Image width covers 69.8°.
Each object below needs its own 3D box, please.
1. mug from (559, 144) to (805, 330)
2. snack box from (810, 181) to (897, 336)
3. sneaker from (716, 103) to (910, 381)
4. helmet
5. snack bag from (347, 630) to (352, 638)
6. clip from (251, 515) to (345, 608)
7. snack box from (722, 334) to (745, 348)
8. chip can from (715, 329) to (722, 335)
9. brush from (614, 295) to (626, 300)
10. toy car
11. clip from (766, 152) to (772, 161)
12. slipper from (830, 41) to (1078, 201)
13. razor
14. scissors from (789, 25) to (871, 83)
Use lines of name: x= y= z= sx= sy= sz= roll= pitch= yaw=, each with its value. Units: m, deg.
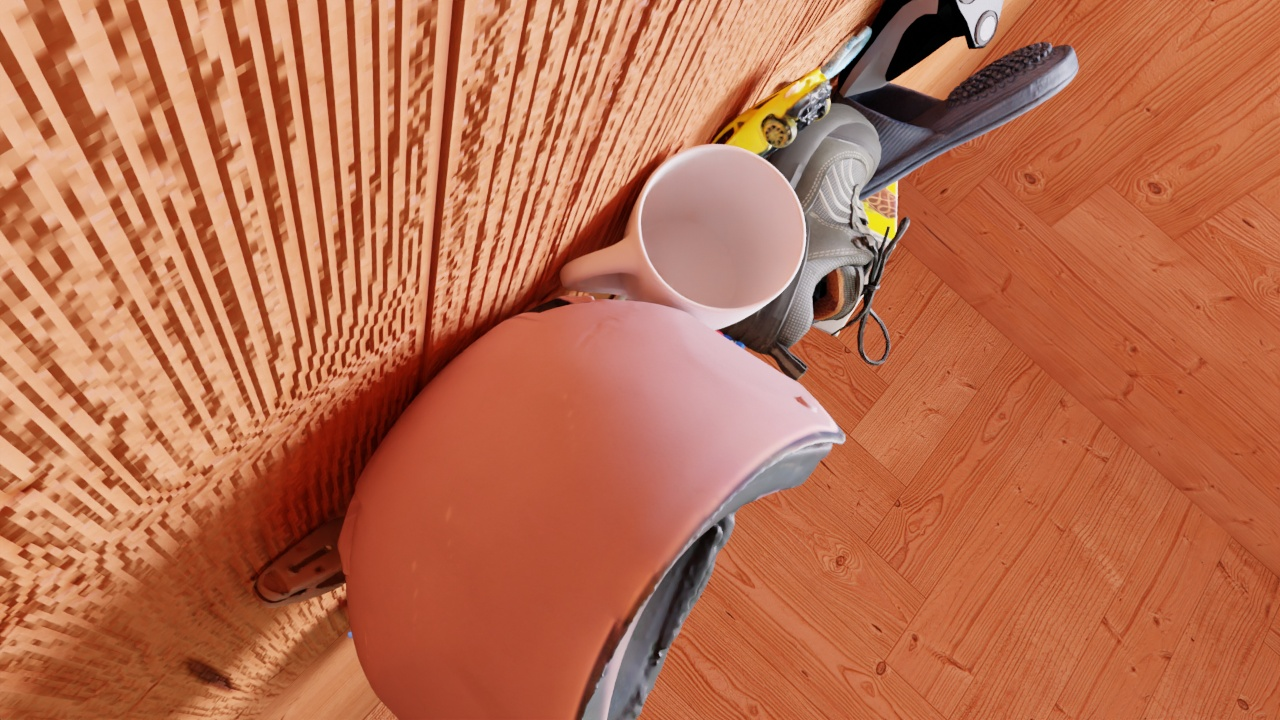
mug: x=0.014 y=-0.050 z=0.458 sx=0.114 sy=0.081 sz=0.088 roll=-14 pitch=174 yaw=-12
snack box: x=0.188 y=-0.131 z=0.867 sx=0.229 sy=0.061 sz=0.110 roll=-68 pitch=-177 yaw=-53
sneaker: x=0.127 y=-0.075 z=0.593 sx=0.237 sy=0.143 sz=0.101 roll=-44 pitch=169 yaw=-36
helmet: x=-0.040 y=0.072 z=0.419 sx=0.230 sy=0.152 sz=0.255 roll=-53 pitch=175 yaw=-7
snack bag: x=-0.111 y=0.184 z=0.707 sx=0.205 sy=0.102 sz=0.159 roll=-9 pitch=169 yaw=-12
clip: x=-0.149 y=0.093 z=0.425 sx=0.040 sy=0.024 sz=0.060 roll=-48 pitch=171 yaw=14
snack box: x=0.056 y=-0.003 z=0.865 sx=0.203 sy=0.069 sz=0.155 roll=-63 pitch=173 yaw=7
chip can: x=-0.004 y=0.004 z=0.683 sx=0.233 sy=0.073 sz=0.073 roll=-48 pitch=175 yaw=1
brush: x=-0.021 y=-0.032 z=0.616 sx=0.218 sy=0.012 sz=0.033 roll=-47 pitch=176 yaw=25
toy car: x=0.059 y=-0.116 z=0.491 sx=0.107 sy=0.030 sz=0.048 roll=-37 pitch=-174 yaw=46
clip: x=0.111 y=-0.137 z=0.706 sx=0.023 sy=0.049 sz=0.078 roll=-45 pitch=-179 yaw=-42
slipper: x=0.194 y=-0.191 z=0.715 sx=0.264 sy=0.082 sz=0.101 roll=-24 pitch=-162 yaw=31
razor: x=0.178 y=-0.217 z=0.609 sx=0.057 sy=0.060 sz=0.156 roll=-36 pitch=-169 yaw=-21
scissors: x=0.098 y=-0.161 z=0.592 sx=0.140 sy=0.013 sz=0.115 roll=-47 pitch=177 yaw=-36
